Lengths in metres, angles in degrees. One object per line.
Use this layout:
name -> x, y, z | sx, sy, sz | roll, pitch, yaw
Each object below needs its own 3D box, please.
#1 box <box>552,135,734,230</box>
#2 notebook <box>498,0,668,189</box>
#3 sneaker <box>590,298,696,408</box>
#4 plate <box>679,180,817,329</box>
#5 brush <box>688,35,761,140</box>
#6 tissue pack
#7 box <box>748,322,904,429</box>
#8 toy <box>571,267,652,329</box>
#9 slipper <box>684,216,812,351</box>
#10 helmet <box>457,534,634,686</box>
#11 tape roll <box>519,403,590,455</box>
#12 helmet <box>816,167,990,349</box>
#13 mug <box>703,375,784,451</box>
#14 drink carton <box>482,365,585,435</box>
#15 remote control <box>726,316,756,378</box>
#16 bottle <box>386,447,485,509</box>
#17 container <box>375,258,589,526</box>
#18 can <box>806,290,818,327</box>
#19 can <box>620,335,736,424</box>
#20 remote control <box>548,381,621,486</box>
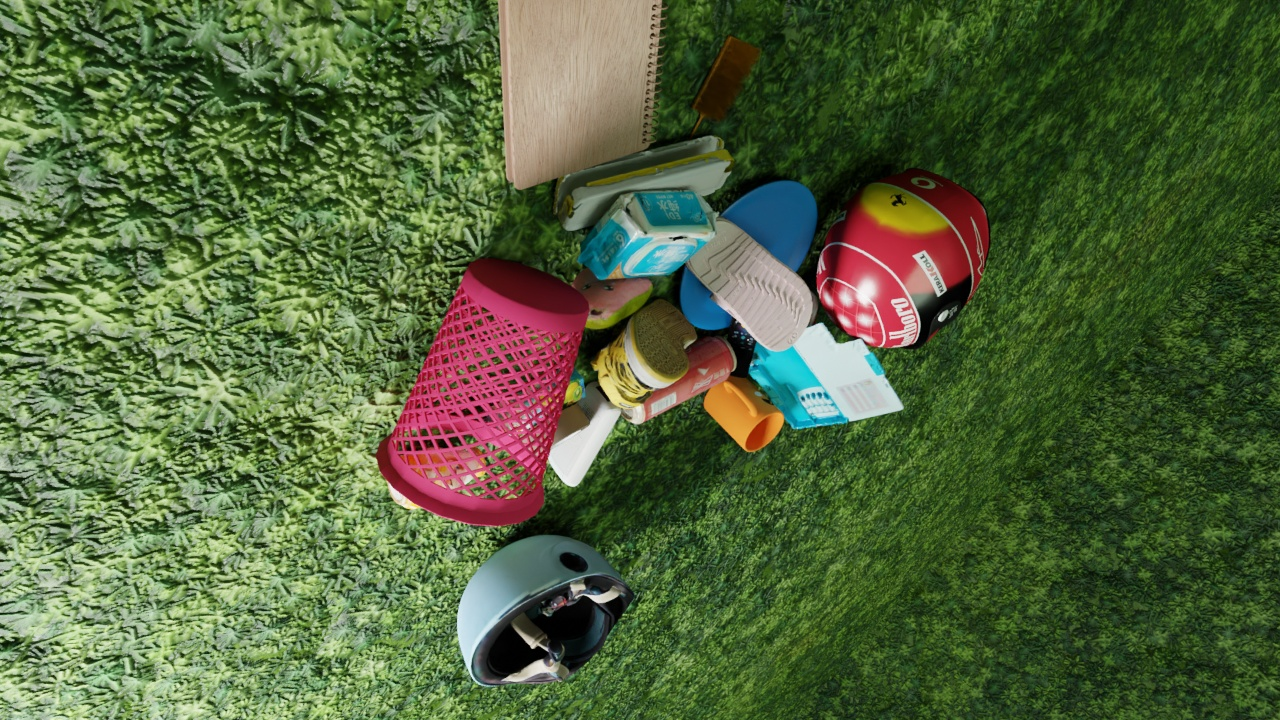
box -> 0.003, -0.190, 0.974 | 0.209, 0.044, 0.066 | -21, 159, -28
notebook -> -0.049, -0.272, 0.845 | 0.168, 0.022, 0.211 | -23, 142, -25
sneaker -> -0.006, 0.006, 1.068 | 0.122, 0.086, 0.238 | -45, -178, 17
plate -> 0.135, -0.137, 1.181 | 0.223, 0.024, 0.225 | -27, 143, -23
brush -> 0.081, -0.278, 0.976 | 0.048, 0.017, 0.127 | 2, 126, -47
tissue pack -> 0.012, -0.131, 0.974 | 0.144, 0.061, 0.093 | -11, 157, -43
box -> 0.256, 0.018, 1.317 | 0.182, 0.039, 0.227 | -13, 137, 32
toy -> -0.037, -0.069, 1.000 | 0.109, 0.090, 0.051 | -66, 161, -55
slipper -> 0.129, -0.101, 1.136 | 0.094, 0.064, 0.239 | -49, 129, 4
helmet -> -0.150, 0.343, 1.281 | 0.265, 0.167, 0.226 | 11, 117, -53
tape roll -> -0.109, 0.090, 1.132 | 0.093, 0.030, 0.094 | -31, 175, -3
helmet -> 0.353, -0.124, 1.264 | 0.224, 0.198, 0.271 | -46, 147, -12
mug -> 0.149, 0.068, 1.356 | 0.077, 0.096, 0.113 | -39, 146, -7
drink carton -> -0.128, 0.052, 1.102 | 0.128, 0.038, 0.044 | -30, 144, -21
remote control -> 0.139, -0.033, 1.248 | 0.152, 0.041, 0.020 | 98, 5, -47
bottle -> -0.233, 0.130, 1.057 | 0.108, 0.063, 0.063 | -14, 136, -37
container -> -0.150, 0.023, 0.943 | 0.182, 0.183, 0.226 | 1, 119, -47
can -> 0.220, -0.053, 1.326 | 0.064, 0.064, 0.105 | -30, 144, -20
can -> 0.046, 0.023, 1.227 | 0.169, 0.067, 0.067 | -26, 143, -25
remote control -> -0.074, 0.095, 1.186 | 0.025, 0.060, 0.139 | 5, 124, -45
